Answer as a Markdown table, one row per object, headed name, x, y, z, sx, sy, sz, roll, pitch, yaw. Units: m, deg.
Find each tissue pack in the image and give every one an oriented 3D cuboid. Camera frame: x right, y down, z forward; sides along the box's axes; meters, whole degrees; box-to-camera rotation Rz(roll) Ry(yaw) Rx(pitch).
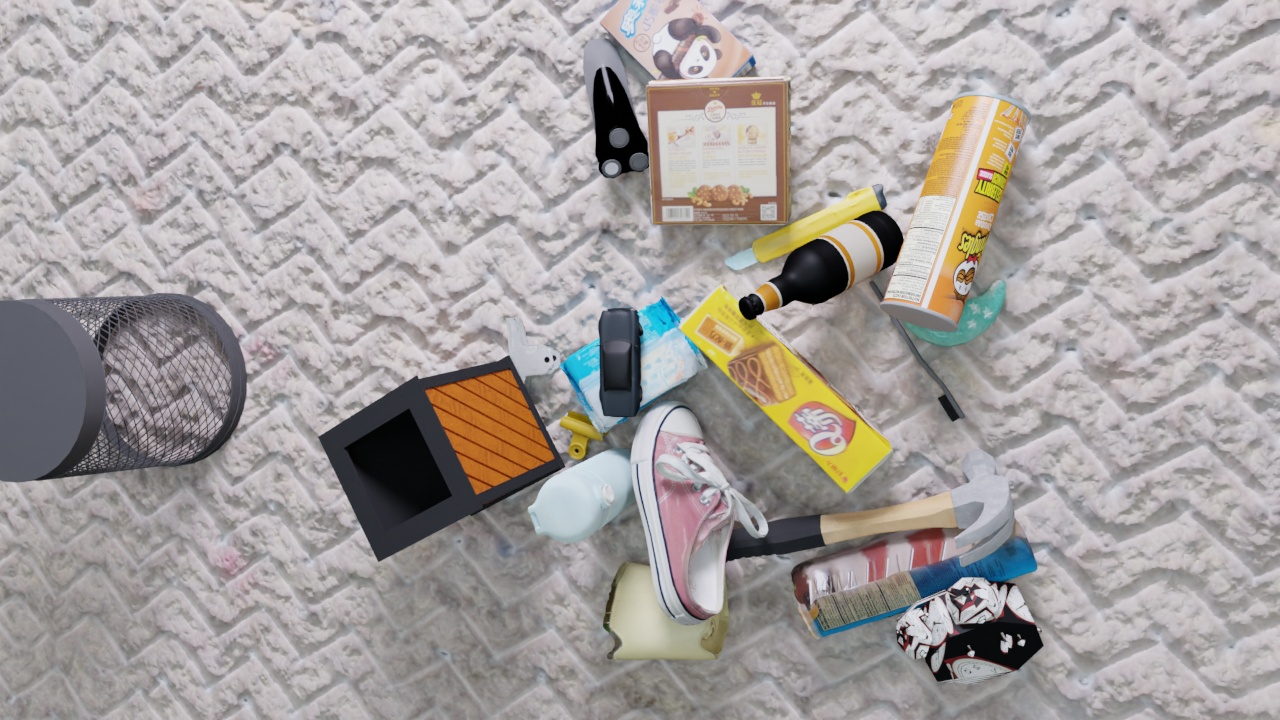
| name | x | y | z | sx | sy | sz | roll | pitch | yaw |
| --- | --- | --- | --- | --- | --- | --- | --- | --- | --- |
| tissue pack | -0.006 | 0.006 | 0.983 | 0.145 | 0.061 | 0.093 | -33 | 84 | 15 |

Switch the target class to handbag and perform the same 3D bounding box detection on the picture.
| name | x | y | z | sx | sy | sz | roll | pitch | yaw |
| --- | --- | --- | --- | --- | --- | --- | --- | --- | --- |
| handbag | 0.027 | 0.267 | 0.961 | 0.119 | 0.111 | 0.081 | -1 | 108 | 14 |

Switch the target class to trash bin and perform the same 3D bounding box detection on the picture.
| name | x | y | z | sx | sy | sz | roll | pitch | yaw |
| --- | --- | --- | --- | --- | --- | --- | --- | --- | --- |
| trash bin | -0.617 | 0.028 | 1.046 | 0.218 | 0.227 | 0.218 | 1 | 92 | 13 |
| trash bin | -0.203 | 0.097 | 0.966 | 0.140 | 0.171 | 0.139 | -29 | 85 | 23 |

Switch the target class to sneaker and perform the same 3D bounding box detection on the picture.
| name | x | y | z | sx | sy | sz | roll | pitch | yaw |
| --- | --- | --- | --- | --- | --- | --- | --- | --- | --- |
| sneaker | 0.054 | 0.136 | 0.911 | 0.088 | 0.118 | 0.240 | -35 | 48 | 36 |

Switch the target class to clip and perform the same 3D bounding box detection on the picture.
| name | x | y | z | sx | sy | sz | roll | pitch | yaw |
| --- | --- | --- | --- | --- | --- | --- | --- | --- | --- |
| clip | -0.122 | 0.000 | 1.023 | 0.058 | 0.050 | 0.102 | -4 | 92 | 26 |
| clip | -0.066 | 0.085 | 1.018 | 0.054 | 0.045 | 0.049 | 19 | 71 | 11 |

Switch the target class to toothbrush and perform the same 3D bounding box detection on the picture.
| name | x | y | z | sx | sy | sz | roll | pitch | yaw |
| --- | --- | --- | --- | --- | --- | --- | --- | --- | --- |
| toothbrush | 0.281 | -0.011 | 0.939 | 0.013 | 0.012 | 0.167 | -33 | 85 | 20 |

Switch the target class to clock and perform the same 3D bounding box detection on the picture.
| name | x | y | z | sx | sy | sz | roll | pitch | yaw |
| --- | --- | --- | --- | --- | --- | --- | --- | --- | --- |
| clock | 0.312 | 0.261 | 0.874 | 0.154 | 0.065 | 0.115 | 30 | 121 | -30 |

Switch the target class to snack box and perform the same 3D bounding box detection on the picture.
| name | x | y | z | sx | sy | sz | roll | pitch | yaw |
| --- | --- | --- | --- | --- | --- | --- | --- | --- | --- |
| snack box | 0.040 | -0.337 | 0.972 | 0.087 | 0.034 | 0.151 | -45 | 81 | 12 |
| snack box | 0.081 | -0.214 | 0.942 | 0.143 | 0.041 | 0.147 | 2 | 112 | 14 |
| snack box | 0.146 | 0.025 | 0.922 | 0.230 | 0.110 | 0.062 | 45 | 101 | 8 |

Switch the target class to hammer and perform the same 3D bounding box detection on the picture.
| name | x | y | z | sx | sy | sz | roll | pitch | yaw |
| --- | --- | --- | --- | --- | --- | --- | --- | --- | --- |
| hammer | 0.198 | 0.167 | 0.915 | 0.329 | 0.130 | 0.039 | -13 | 114 | 18 |

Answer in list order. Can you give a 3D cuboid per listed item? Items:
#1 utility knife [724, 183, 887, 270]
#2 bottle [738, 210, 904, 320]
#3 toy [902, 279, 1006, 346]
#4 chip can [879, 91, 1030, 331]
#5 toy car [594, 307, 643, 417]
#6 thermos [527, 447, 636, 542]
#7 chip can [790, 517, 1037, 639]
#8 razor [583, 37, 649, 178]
| name | x | y | z | sx | sy | sz | roll | pitch | yaw |
| --- | --- | --- | --- | --- | --- | --- | --- | --- | --- |
| utility knife | 0.171 | -0.136 | 0.958 | 0.179 | 0.017 | 0.030 | -23 | 82 | 13 |
| bottle | 0.172 | -0.086 | 0.892 | 0.181 | 0.059 | 0.059 | -28 | 85 | -22 |
| toy | 0.305 | -0.057 | 0.923 | 0.105 | 0.033 | 0.085 | 23 | 87 | 13 |
| chip can | 0.301 | -0.141 | 0.879 | 0.075 | 0.075 | 0.215 | 19 | 87 | 12 |
| toy car | -0.021 | 0.003 | 0.936 | 0.046 | 0.034 | 0.112 | 0 | 93 | 15 |
| thermos | -0.046 | 0.132 | 0.923 | 0.078 | 0.206 | 0.065 | -19 | 87 | 13 |
| chip can | 0.269 | 0.209 | 0.920 | 0.230 | 0.079 | 0.080 | -22 | 87 | 13 |
| razor | -0.031 | -0.275 | 0.985 | 0.057 | 0.060 | 0.156 | -13 | 69 | 2 |
